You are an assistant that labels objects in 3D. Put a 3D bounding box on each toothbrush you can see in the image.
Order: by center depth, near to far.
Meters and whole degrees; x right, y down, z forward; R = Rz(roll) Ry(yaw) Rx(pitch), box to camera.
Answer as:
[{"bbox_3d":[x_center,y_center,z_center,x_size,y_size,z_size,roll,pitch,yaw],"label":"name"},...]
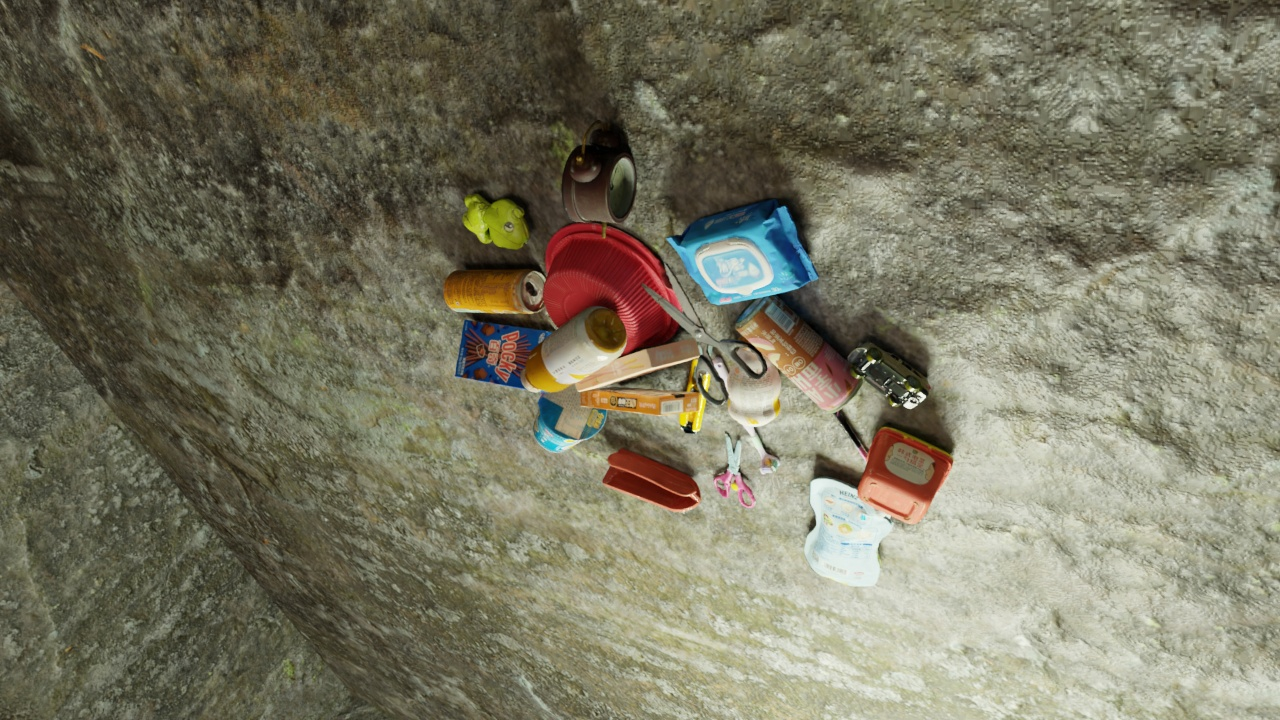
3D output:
[{"bbox_3d":[0.235,0.065,1.083,0.018,0.014,0.189,-23,116,36],"label":"toothbrush"},{"bbox_3d":[0.132,0.071,1.167,0.189,0.029,0.021,61,175,-27],"label":"toothbrush"}]

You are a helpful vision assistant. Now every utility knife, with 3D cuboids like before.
[{"bbox_3d":[0.071,0.036,1.180,0.033,0.015,0.193,23,141,14],"label":"utility knife"}]

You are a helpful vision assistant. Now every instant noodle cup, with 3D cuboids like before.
[{"bbox_3d":[-0.048,-0.072,1.119,0.194,0.065,0.194,21,140,19],"label":"instant noodle cup"},{"bbox_3d":[-0.110,0.084,1.323,0.099,0.099,0.110,37,152,-1],"label":"instant noodle cup"}]

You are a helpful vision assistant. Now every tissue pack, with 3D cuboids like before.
[{"bbox_3d":[0.104,-0.109,0.966,0.157,0.052,0.095,-8,125,44],"label":"tissue pack"}]

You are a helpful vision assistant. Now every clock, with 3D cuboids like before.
[{"bbox_3d":[-0.045,-0.195,0.969,0.055,0.081,0.122,12,138,23],"label":"clock"}]

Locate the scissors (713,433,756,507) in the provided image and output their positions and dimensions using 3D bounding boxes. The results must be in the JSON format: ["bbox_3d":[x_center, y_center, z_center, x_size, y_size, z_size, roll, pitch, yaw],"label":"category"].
[{"bbox_3d":[0.121,0.147,1.266,0.077,0.017,0.138,17,136,38],"label":"scissors"}]

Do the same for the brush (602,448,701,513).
[{"bbox_3d":[0.020,0.177,1.336,0.146,0.063,0.069,20,154,20],"label":"brush"}]

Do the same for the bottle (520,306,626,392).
[{"bbox_3d":[-0.088,-0.006,1.111,0.068,0.067,0.190,45,143,-12],"label":"bottle"}]

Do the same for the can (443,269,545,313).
[{"bbox_3d":[-0.194,-0.092,1.220,0.146,0.058,0.058,4,133,36],"label":"can"}]

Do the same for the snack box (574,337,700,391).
[{"bbox_3d":[-0.007,0.007,1.153,0.158,0.084,0.026,-20,85,50],"label":"snack box"}]

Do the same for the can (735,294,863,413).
[{"bbox_3d":[0.174,-0.010,1.012,0.147,0.057,0.058,42,143,-7],"label":"can"}]

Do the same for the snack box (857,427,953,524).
[{"bbox_3d":[0.299,0.132,1.048,0.091,0.079,0.082,25,141,16],"label":"snack box"}]

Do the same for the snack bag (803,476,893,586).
[{"bbox_3d":[0.271,0.226,1.209,0.110,0.038,0.191,24,140,25],"label":"snack bag"}]

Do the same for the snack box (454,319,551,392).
[{"bbox_3d":[-0.191,-0.007,1.294,0.157,0.084,0.026,8,178,32],"label":"snack box"}]

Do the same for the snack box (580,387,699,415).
[{"bbox_3d":[-0.003,0.051,1.194,0.154,0.075,0.026,3,93,47],"label":"snack box"}]

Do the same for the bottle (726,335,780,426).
[{"bbox_3d":[0.133,0.022,1.078,0.063,0.063,0.108,13,125,28],"label":"bottle"}]

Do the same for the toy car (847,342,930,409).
[{"bbox_3d":[0.265,0.014,0.984,0.090,0.035,0.042,35,142,2],"label":"toy car"}]

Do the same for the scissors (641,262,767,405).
[{"bbox_3d":[0.070,-0.025,1.045,0.159,0.014,0.171,12,116,21],"label":"scissors"}]

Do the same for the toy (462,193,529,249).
[{"bbox_3d":[-0.178,-0.171,1.144,0.100,0.031,0.097,36,144,9],"label":"toy"}]
